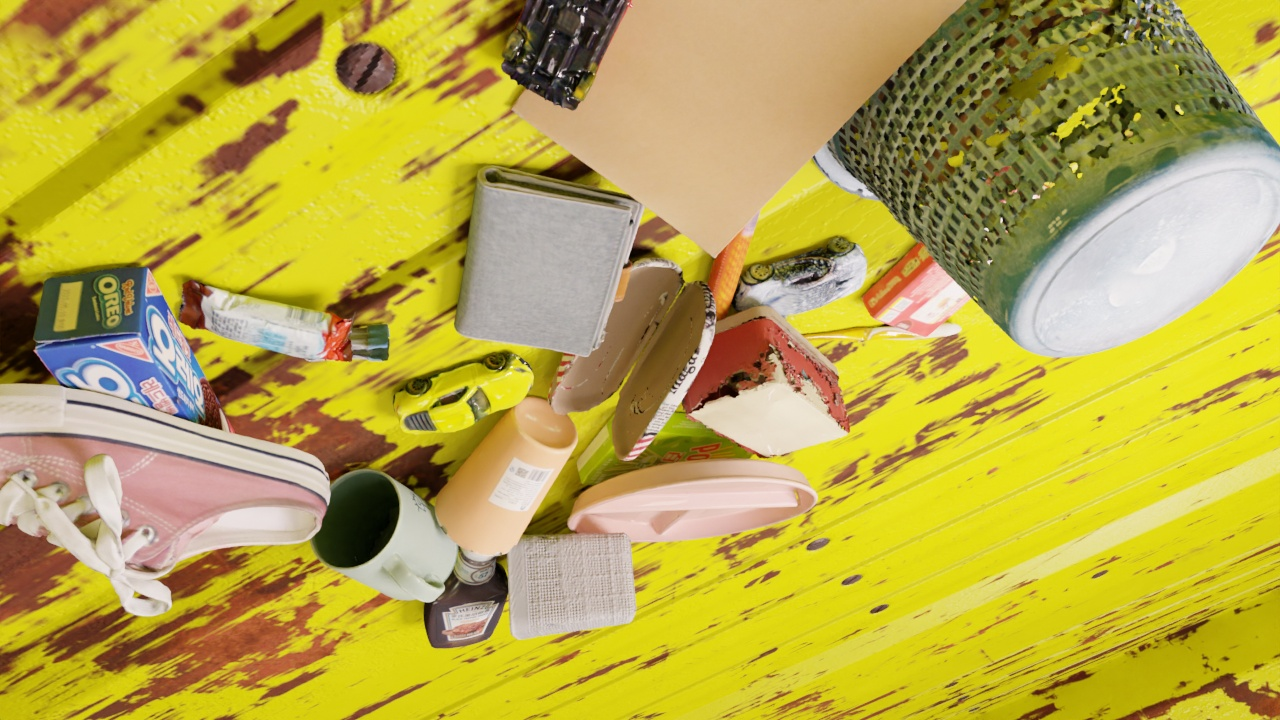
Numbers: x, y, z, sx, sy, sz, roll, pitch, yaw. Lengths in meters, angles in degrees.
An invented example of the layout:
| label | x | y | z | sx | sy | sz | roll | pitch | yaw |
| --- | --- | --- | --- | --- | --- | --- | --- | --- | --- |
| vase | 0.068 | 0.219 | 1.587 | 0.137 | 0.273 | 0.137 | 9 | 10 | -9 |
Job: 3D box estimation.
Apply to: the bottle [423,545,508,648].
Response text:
| label | x | y | z | sx | sy | sz | roll | pitch | yaw |
| --- | --- | --- | --- | --- | --- | --- | --- | --- | --- |
| bottle | -0.167 | 0.220 | 0.899 | 0.079 | 0.044 | 0.195 | -4 | 140 | -23 |

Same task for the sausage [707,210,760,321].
| label | x | y | z | sx | sy | sz | roll | pitch | yaw |
| --- | --- | --- | --- | --- | --- | --- | --- | --- | --- |
| sausage | 0.064 | -0.078 | 0.640 | 0.021 | 0.021 | 0.165 | -7 | 142 | -17 |

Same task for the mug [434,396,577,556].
| label | x | y | z | sx | sy | sz | roll | pitch | yaw |
| --- | --- | --- | --- | --- | --- | --- | --- | --- | --- |
| mug | -0.105 | 0.090 | 0.737 | 0.078 | 0.078 | 0.123 | 11 | 129 | -36 |

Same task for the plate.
| label | x | y | z | sx | sy | sz | roll | pitch | yaw |
| --- | --- | --- | --- | --- | --- | --- | --- | --- | --- |
| plate | 0.047 | 0.131 | 0.846 | 0.229 | 0.028 | 0.230 | -4 | 158 | -2 |

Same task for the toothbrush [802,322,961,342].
| label | x | y | z | sx | sy | sz | roll | pitch | yaw |
| --- | --- | --- | --- | --- | --- | --- | --- | --- | --- |
| toothbrush | 0.192 | -0.019 | 0.778 | 0.191 | 0.018 | 0.016 | -4 | 143 | -18 |

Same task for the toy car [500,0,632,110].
| label | x | y | z | sx | sy | sz | roll | pitch | yaw |
| --- | --- | --- | --- | --- | --- | --- | --- | --- | --- |
| toy car | -0.030 | -0.176 | 0.453 | 0.049 | 0.031 | 0.107 | 26 | 132 | -9 |

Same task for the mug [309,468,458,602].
| label | x | y | z | sx | sy | sz | roll | pitch | yaw |
| --- | --- | --- | --- | --- | --- | --- | --- | --- | --- |
| mug | -0.195 | 0.153 | 0.742 | 0.082 | 0.112 | 0.106 | -43 | 146 | -8 |

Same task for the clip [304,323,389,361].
| label | x | y | z | sx | sy | sz | roll | pitch | yaw |
| --- | --- | --- | --- | --- | --- | --- | --- | --- | --- |
| clip | -0.194 | -0.010 | 0.605 | 0.057 | 0.025 | 0.036 | -3 | 134 | -14 |

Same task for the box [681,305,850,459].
| label | x | y | z | sx | sy | sz | roll | pitch | yaw |
| --- | --- | --- | --- | --- | --- | --- | --- | --- | --- |
| box | 0.103 | 0.030 | 0.724 | 0.091 | 0.078 | 0.168 | -21 | 153 | 24 |

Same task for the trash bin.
| label | x | y | z | sx | sy | sz | roll | pitch | yaw |
| --- | --- | --- | --- | --- | --- | --- | --- | --- | --- |
| trash bin | 0.234 | -0.118 | 0.521 | 0.226 | 0.195 | 0.227 | -13 | 144 | -10 |

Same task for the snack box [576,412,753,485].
| label | x | y | z | sx | sy | sz | roll | pitch | yaw |
| --- | --- | --- | --- | --- | --- | --- | --- | --- | --- |
| snack box | 0.029 | 0.082 | 0.827 | 0.156 | 0.026 | 0.086 | 8 | 136 | -34 |

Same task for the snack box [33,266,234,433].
| label | x | y | z | sx | sy | sz | roll | pitch | yaw |
| --- | --- | --- | --- | --- | --- | --- | --- | --- | --- |
| snack box | -0.304 | 0.033 | 0.578 | 0.057 | 0.058 | 0.208 | -9 | 143 | -10 |

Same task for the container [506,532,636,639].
| label | x | y | z | sx | sy | sz | roll | pitch | yaw |
| --- | --- | --- | --- | --- | --- | --- | --- | --- | --- |
| container | -0.064 | 0.210 | 0.865 | 0.114 | 0.090 | 0.090 | -4 | 161 | -4 |

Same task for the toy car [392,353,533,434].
| label | x | y | z | sx | sy | sz | roll | pitch | yaw |
| --- | --- | --- | --- | --- | --- | --- | --- | --- | --- |
| toy car | -0.129 | 0.028 | 0.678 | 0.105 | 0.032 | 0.048 | -19 | 144 | -4 |

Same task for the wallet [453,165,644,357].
| label | x | y | z | sx | sy | sz | roll | pitch | yaw |
| --- | --- | --- | --- | --- | --- | --- | --- | --- | --- |
| wallet | -0.059 | -0.060 | 0.587 | 0.106 | 0.036 | 0.130 | 9 | 136 | -11 |

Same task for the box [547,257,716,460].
| label | x | y | z | sx | sy | sz | roll | pitch | yaw |
| --- | --- | --- | --- | --- | --- | --- | --- | --- | --- |
| box | -0.003 | 0.005 | 0.662 | 0.075 | 0.087 | 0.163 | -8 | 141 | -40 |

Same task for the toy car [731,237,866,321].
| label | x | y | z | sx | sy | sz | roll | pitch | yaw |
| --- | --- | --- | --- | --- | --- | --- | --- | --- | --- |
| toy car | 0.119 | -0.056 | 0.687 | 0.105 | 0.031 | 0.049 | -18 | 143 | -2 |

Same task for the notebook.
| label | x | y | z | sx | sy | sz | roll | pitch | yaw |
| --- | --- | --- | --- | --- | --- | --- | --- | --- | --- |
| notebook | 0.051 | -0.166 | 0.479 | 0.149 | 0.012 | 0.212 | 33 | 123 | -19 |

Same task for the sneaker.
| label | x | y | z | sx | sy | sz | roll | pitch | yaw |
| --- | --- | --- | --- | --- | --- | --- | --- | --- | --- |
| sneaker | -0.298 | 0.083 | 0.523 | 0.240 | 0.087 | 0.119 | 17 | 134 | -33 |

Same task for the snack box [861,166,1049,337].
| label | x | y | z | sx | sy | sz | roll | pitch | yaw |
| --- | --- | --- | --- | --- | --- | --- | --- | --- | --- |
| snack box | 0.253 | -0.081 | 0.720 | 0.075 | 0.025 | 0.153 | 12 | 134 | -38 |

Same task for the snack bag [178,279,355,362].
| label | x | y | z | sx | sy | sz | roll | pitch | yaw |
| --- | --- | --- | --- | --- | --- | --- | --- | --- | --- |
| snack bag | -0.228 | -0.022 | 0.564 | 0.105 | 0.026 | 0.045 | 14 | 142 | -18 |
